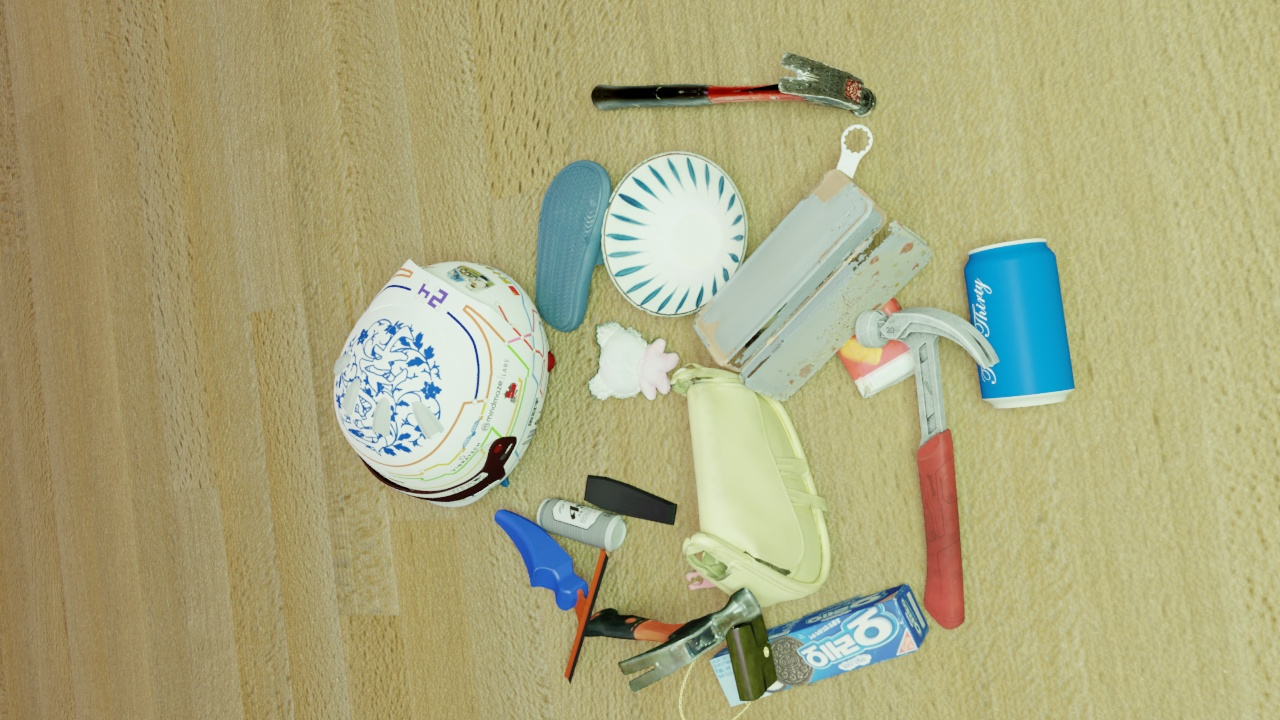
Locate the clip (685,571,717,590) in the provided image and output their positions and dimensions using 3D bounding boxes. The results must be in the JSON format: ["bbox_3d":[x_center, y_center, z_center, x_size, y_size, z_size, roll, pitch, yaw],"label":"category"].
[{"bbox_3d":[0.079,0.250,1.038,0.059,0.022,0.037,-20,84,35],"label":"clip"}]

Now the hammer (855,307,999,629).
[{"bbox_3d":[0.282,0.107,0.867,0.126,0.036,0.316,4,108,49],"label":"hammer"}]

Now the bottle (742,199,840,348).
[{"bbox_3d":[0.144,-0.088,0.965,0.056,0.056,0.162,42,111,22],"label":"bottle"}]

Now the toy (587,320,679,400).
[{"bbox_3d":[-0.006,0.006,1.067,0.109,0.041,0.096,11,98,23],"label":"toy"}]

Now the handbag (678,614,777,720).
[{"bbox_3d":[0.083,0.301,0.877,0.027,0.177,0.084,-15,84,30],"label":"handbag"}]

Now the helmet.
[{"bbox_3d":[-0.240,0.035,1.075,0.231,0.235,0.315,30,104,20],"label":"helmet"}]

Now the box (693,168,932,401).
[{"bbox_3d":[0.163,-0.071,0.902,0.217,0.096,0.105,-48,56,21],"label":"box"}]

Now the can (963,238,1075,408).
[{"bbox_3d":[0.344,-0.032,0.837,0.079,0.078,0.146,-9,87,30],"label":"can"}]

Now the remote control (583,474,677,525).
[{"bbox_3d":[-0.014,0.167,1.093,0.125,0.010,0.039,13,98,29],"label":"remote control"}]

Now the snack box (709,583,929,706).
[{"bbox_3d":[0.182,0.298,0.956,0.227,0.059,0.059,-29,80,27],"label":"snack box"}]

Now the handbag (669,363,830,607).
[{"bbox_3d":[0.109,0.126,0.932,0.089,0.190,0.232,-22,62,33],"label":"handbag"}]

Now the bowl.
[{"bbox_3d":[0.049,-0.136,1.011,0.178,0.070,0.177,1,93,31],"label":"bowl"}]

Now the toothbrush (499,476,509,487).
[{"bbox_3d":[-0.207,0.109,1.200,0.021,0.016,0.132,-38,73,23],"label":"toothbrush"}]

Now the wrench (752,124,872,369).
[{"bbox_3d":[0.172,-0.101,0.919,0.047,0.009,0.274,20,109,5],"label":"wrench"}]

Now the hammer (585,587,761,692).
[{"bbox_3d":[0.001,0.284,0.965,0.033,0.132,0.334,60,157,2],"label":"hammer"}]

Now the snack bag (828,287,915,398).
[{"bbox_3d":[0.232,-0.028,0.928,0.077,0.036,0.116,-35,75,27],"label":"snack bag"}]

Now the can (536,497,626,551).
[{"bbox_3d":[-0.071,0.197,1.108,0.107,0.044,0.044,11,97,30],"label":"can"}]

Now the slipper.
[{"bbox_3d":[-0.078,-0.136,1.095,0.104,0.059,0.214,33,122,33],"label":"slipper"}]

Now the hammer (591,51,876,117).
[{"bbox_3d":[0.073,-0.285,0.976,0.327,0.140,0.036,11,97,38],"label":"hammer"}]

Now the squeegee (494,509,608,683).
[{"bbox_3d":[-0.111,0.241,1.086,0.185,0.055,0.250,40,135,27],"label":"squeegee"}]
